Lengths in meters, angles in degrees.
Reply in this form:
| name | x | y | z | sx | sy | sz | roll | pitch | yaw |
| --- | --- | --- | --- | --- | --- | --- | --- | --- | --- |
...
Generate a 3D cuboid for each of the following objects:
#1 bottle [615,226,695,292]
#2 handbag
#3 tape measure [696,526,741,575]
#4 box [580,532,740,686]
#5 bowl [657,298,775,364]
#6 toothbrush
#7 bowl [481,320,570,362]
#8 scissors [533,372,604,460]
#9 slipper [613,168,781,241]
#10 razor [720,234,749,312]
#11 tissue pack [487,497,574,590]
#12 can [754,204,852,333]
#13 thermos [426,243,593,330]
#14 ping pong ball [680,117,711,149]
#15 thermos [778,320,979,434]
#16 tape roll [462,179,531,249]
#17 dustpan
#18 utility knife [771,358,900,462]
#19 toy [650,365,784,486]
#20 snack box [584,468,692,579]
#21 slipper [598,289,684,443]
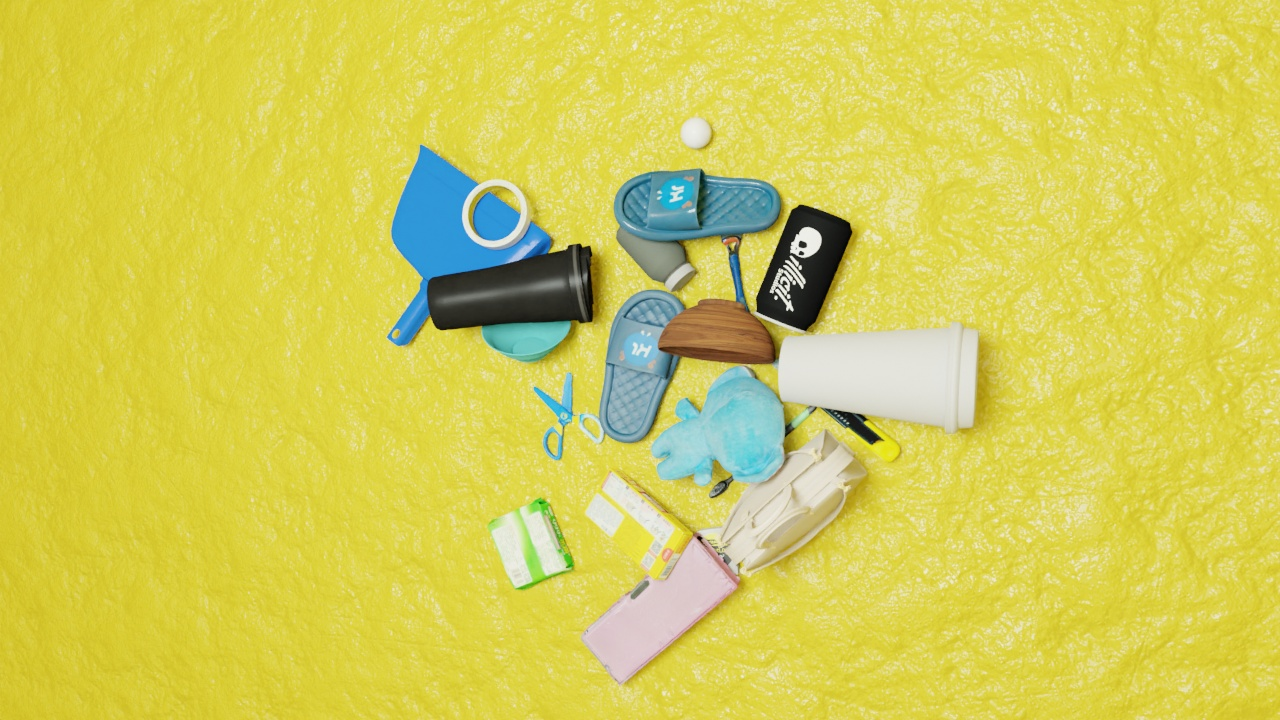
| name | x | y | z | sx | sy | sz | roll | pitch | yaw |
| --- | --- | --- | --- | --- | --- | --- | --- | --- | --- |
| bottle | 0.021 | -0.143 | 1.207 | 0.060 | 0.060 | 0.108 | -44 | 79 | 14 |
| handbag | 0.175 | 0.175 | 1.096 | 0.195 | 0.197 | 0.101 | -45 | 79 | 14 |
| tape measure | 0.104 | 0.254 | 1.216 | 0.064 | 0.016 | 0.065 | -7 | 90 | 18 |
| box | 0.023 | 0.333 | 1.222 | 0.233 | 0.041 | 0.098 | -44 | 76 | 20 |
| bowl | 0.098 | -0.040 | 1.145 | 0.147 | 0.147 | 0.069 | 5 | 84 | 18 |
| toothbrush | 0.158 | 0.119 | 1.195 | 0.188 | 0.017 | 0.014 | -43 | 78 | 13 |
| bowl | -0.155 | -0.032 | 1.262 | 0.121 | 0.120 | 0.046 | 13 | 136 | 17 |
| scissors | -0.099 | 0.079 | 1.278 | 0.125 | 0.016 | 0.125 | 6 | 95 | 14 |
| slipper | 0.072 | -0.206 | 1.165 | 0.214 | 0.059 | 0.103 | 0 | 62 | 2 |
| razor | 0.124 | -0.116 | 1.196 | 0.044 | 0.018 | 0.141 | -8 | 92 | -4 |
| tissue pack | -0.154 | 0.259 | 1.292 | 0.100 | 0.034 | 0.114 | -24 | 85 | 20 |
| can | 0.201 | -0.113 | 1.139 | 0.080 | 0.080 | 0.146 | 24 | 99 | 16 |
| thermos | -0.168 | -0.090 | 1.222 | 0.219 | 0.106 | 0.106 | -8 | 89 | 4 |
| ping pong ball | 0.072 | -0.296 | 1.195 | 0.040 | 0.040 | 0.040 | 1 | 92 | 18 |
| thermos | 0.283 | 0.016 | 1.094 | 0.222 | 0.131 | 0.131 | 3 | 93 | 21 |
| tape roll | -0.197 | -0.200 | 1.255 | 0.094 | 0.019 | 0.094 | -1 | 84 | 13 |
| dustpan | -0.288 | -0.134 | 1.310 | 0.245 | 0.059 | 0.257 | 36 | 92 | 14 |
| utility knife | 0.245 | 0.058 | 1.164 | 0.198 | 0.020 | 0.029 | 40 | 99 | 15 |
| toy | 0.103 | 0.101 | 1.165 | 0.181 | 0.115 | 0.183 | -31 | 47 | 17 |
| snack box | -0.005 | 0.215 | 1.217 | 0.152 | 0.025 | 0.075 | 37 | 101 | 36 |
| slipper | -0.007 | 0.007 | 1.223 | 0.104 | 0.059 | 0.214 | 19 | 99 | 19 |
